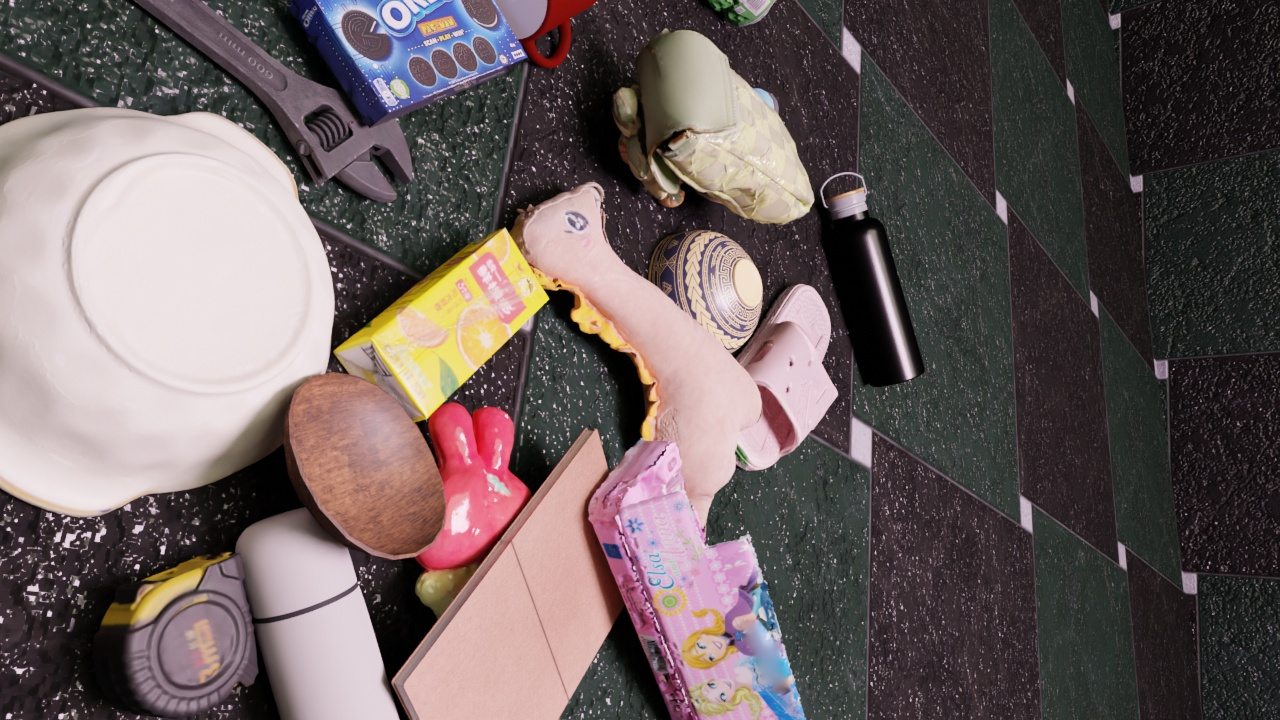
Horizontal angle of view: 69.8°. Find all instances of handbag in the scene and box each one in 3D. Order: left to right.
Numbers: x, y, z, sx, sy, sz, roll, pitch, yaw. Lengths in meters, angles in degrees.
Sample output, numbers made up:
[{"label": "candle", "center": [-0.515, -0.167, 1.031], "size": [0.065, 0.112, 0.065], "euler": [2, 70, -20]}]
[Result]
[{"label": "handbag", "center": [0.053, -0.168, 0.742], "size": [0.186, 0.117, 0.113], "euler": [27, 49, -43]}]

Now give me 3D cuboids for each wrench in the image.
[{"label": "wrench", "center": [-0.229, -0.175, 0.483], "size": [0.273, 0.018, 0.073], "euler": [38, 48, -36]}]

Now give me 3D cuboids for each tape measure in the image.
[{"label": "tape measure", "center": [-0.209, 0.128, 0.412], "size": [0.062, 0.038, 0.067], "euler": [-18, 99, -59]}]

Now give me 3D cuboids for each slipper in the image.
[{"label": "slipper", "center": [0.141, 0.009, 0.839], "size": [0.094, 0.065, 0.238], "euler": [58, 42, -22]}]

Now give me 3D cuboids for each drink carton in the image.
[{"label": "drink carton", "center": [-0.115, -0.024, 0.558], "size": [0.058, 0.043, 0.134], "euler": [59, 42, -19]}]

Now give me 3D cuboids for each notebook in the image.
[{"label": "notebook", "center": [-0.061, 0.159, 0.558], "size": [0.208, 0.008, 0.141], "euler": [-53, 139, -47]}]

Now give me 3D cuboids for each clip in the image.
[{"label": "clip", "center": [0.067, -0.155, 0.836], "size": [0.061, 0.043, 0.024], "euler": [30, 58, -57]}]

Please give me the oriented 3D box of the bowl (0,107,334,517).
[{"label": "bowl", "center": [-0.216, -0.035, 0.428], "size": [0.188, 0.060, 0.218], "euler": [41, 52, -36]}]

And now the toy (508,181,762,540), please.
[{"label": "toy", "center": [-0.004, 0.004, 0.672], "size": [0.264, 0.065, 0.195], "euler": [40, 57, -31]}]

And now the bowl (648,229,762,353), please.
[{"label": "bowl", "center": [0.066, -0.058, 0.768], "size": [0.112, 0.061, 0.112], "euler": [16, 68, -47]}]

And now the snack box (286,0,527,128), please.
[{"label": "snack box", "center": [-0.139, -0.205, 0.575], "size": [0.082, 0.027, 0.149], "euler": [58, 38, -13]}]

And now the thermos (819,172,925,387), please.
[{"label": "thermos", "center": [0.247, -0.090, 0.993], "size": [0.061, 0.061, 0.231], "euler": [-26, 100, -50]}]

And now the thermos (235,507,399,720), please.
[{"label": "thermos", "center": [-0.147, 0.184, 0.456], "size": [0.052, 0.052, 0.224], "euler": [-19, 95, -51]}]

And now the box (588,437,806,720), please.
[{"label": "box", "center": [0.051, 0.169, 0.633], "size": [0.084, 0.097, 0.230], "euler": [-49, 129, -47]}]

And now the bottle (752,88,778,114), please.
[{"label": "bottle", "center": [0.088, -0.237, 0.859], "size": [0.129, 0.040, 0.040], "euler": [-14, 91, -51]}]

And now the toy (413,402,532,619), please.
[{"label": "toy", "center": [-0.100, 0.092, 0.543], "size": [0.091, 0.045, 0.135], "euler": [-2, 87, -52]}]

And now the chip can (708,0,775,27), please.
[{"label": "chip can", "center": [0.042, -0.385, 0.818], "size": [0.223, 0.076, 0.075], "euler": [22, 64, -46]}]

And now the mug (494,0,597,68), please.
[{"label": "mug", "center": [-0.072, -0.261, 0.660], "size": [0.082, 0.073, 0.106], "euler": [-51, 148, -44]}]

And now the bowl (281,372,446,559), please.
[{"label": "bowl", "center": [-0.144, 0.057, 0.463], "size": [0.102, 0.026, 0.114], "euler": [63, 15, 8]}]
